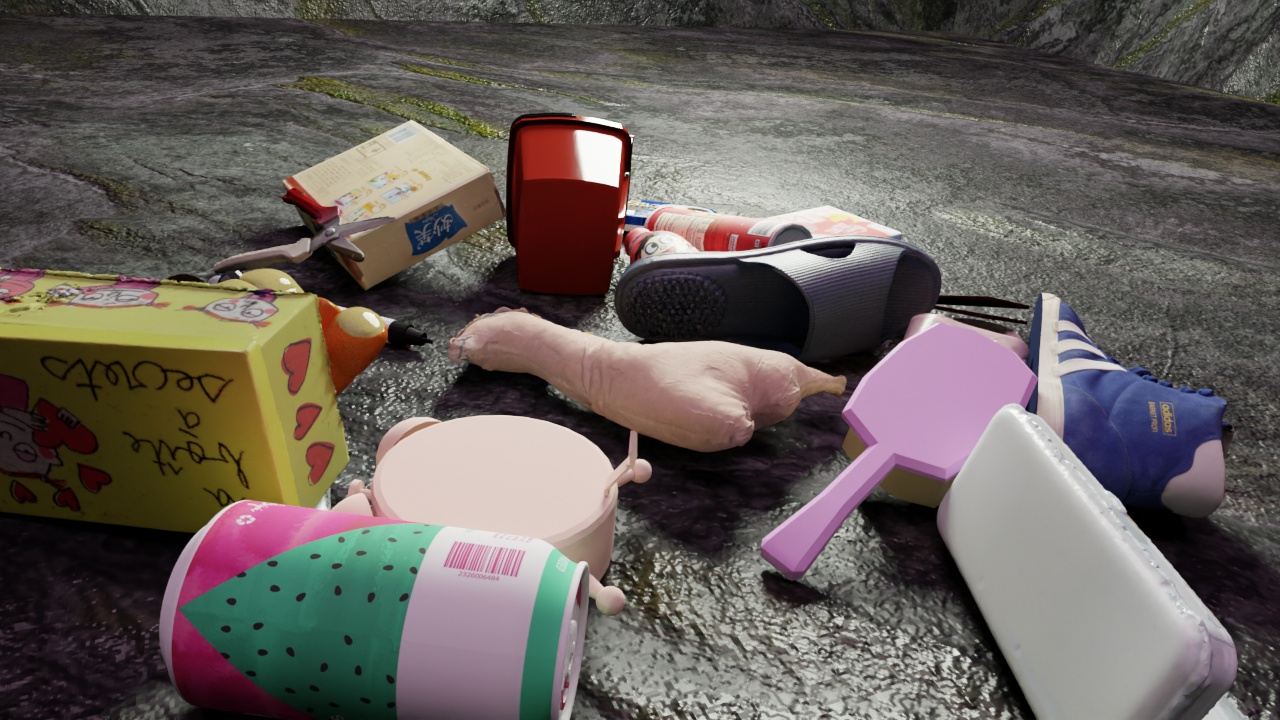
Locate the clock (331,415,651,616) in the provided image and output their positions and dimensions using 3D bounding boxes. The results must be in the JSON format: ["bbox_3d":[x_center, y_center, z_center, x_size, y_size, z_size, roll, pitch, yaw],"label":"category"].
[{"bbox_3d":[-0.081,0.073,0.498,0.160,0.086,0.130,1,26,8],"label":"clock"}]

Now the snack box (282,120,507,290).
[{"bbox_3d":[-0.246,-0.159,0.901,0.153,0.055,0.207,-32,40,-18],"label":"snack box"}]

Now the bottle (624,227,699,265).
[{"bbox_3d":[0.023,-0.086,0.842,0.062,0.062,0.137,-7,30,-22],"label":"bottle"}]

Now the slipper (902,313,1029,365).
[{"bbox_3d":[0.247,0.000,0.703,0.094,0.064,0.238,18,28,25],"label":"slipper"}]

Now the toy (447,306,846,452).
[{"bbox_3d":[-0.004,0.004,0.674,0.265,0.065,0.195,19,21,40],"label":"toy"}]

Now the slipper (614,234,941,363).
[{"bbox_3d":[0.111,-0.037,0.732,0.263,0.101,0.082,-2,34,1],"label":"slipper"}]

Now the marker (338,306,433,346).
[{"bbox_3d":[-0.230,-0.030,0.740,0.146,0.019,0.019,13,28,17],"label":"marker"}]

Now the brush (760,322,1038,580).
[{"bbox_3d":[0.155,0.061,0.570,0.089,0.043,0.228,35,59,30],"label":"brush"}]

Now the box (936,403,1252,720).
[{"bbox_3d":[0.224,0.106,0.446,0.130,0.106,0.211,4,27,-9],"label":"box"}]

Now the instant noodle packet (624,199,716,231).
[{"bbox_3d":[0.025,-0.156,1.020,0.134,0.026,0.086,8,24,6],"label":"instant noodle packet"}]

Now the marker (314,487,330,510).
[{"bbox_3d":[-0.191,0.075,0.542,0.017,0.017,0.146,-5,29,-17],"label":"marker"}]

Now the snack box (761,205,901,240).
[{"bbox_3d":[0.171,-0.090,0.851,0.092,0.080,0.095,-16,34,-33],"label":"snack box"}]

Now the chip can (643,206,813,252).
[{"bbox_3d":[0.076,-0.111,0.855,0.051,0.052,0.215,-10,17,-27],"label":"chip can"}]

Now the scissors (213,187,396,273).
[{"bbox_3d":[-0.300,-0.111,0.812,0.179,0.015,0.196,-29,42,1],"label":"scissors"}]

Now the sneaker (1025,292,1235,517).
[{"bbox_3d":[0.335,0.024,0.638,0.118,0.091,0.232,9,28,19],"label":"sneaker"}]

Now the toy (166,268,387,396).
[{"bbox_3d":[-0.269,-0.014,0.635,0.176,0.096,0.111,4,25,24],"label":"toy"}]

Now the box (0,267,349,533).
[{"bbox_3d":[-0.281,0.022,0.499,0.221,0.125,0.082,7,31,10],"label":"box"}]

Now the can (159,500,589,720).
[{"bbox_3d":[-0.110,0.113,0.397,0.166,0.088,0.088,7,27,4],"label":"can"}]

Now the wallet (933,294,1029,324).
[{"bbox_3d":[0.267,-0.048,0.806,0.091,0.018,0.116,3,5,-44],"label":"wallet"}]

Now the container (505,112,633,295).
[{"bbox_3d":[-0.067,-0.165,0.890,0.127,0.148,0.200,3,36,-6],"label":"container"}]
